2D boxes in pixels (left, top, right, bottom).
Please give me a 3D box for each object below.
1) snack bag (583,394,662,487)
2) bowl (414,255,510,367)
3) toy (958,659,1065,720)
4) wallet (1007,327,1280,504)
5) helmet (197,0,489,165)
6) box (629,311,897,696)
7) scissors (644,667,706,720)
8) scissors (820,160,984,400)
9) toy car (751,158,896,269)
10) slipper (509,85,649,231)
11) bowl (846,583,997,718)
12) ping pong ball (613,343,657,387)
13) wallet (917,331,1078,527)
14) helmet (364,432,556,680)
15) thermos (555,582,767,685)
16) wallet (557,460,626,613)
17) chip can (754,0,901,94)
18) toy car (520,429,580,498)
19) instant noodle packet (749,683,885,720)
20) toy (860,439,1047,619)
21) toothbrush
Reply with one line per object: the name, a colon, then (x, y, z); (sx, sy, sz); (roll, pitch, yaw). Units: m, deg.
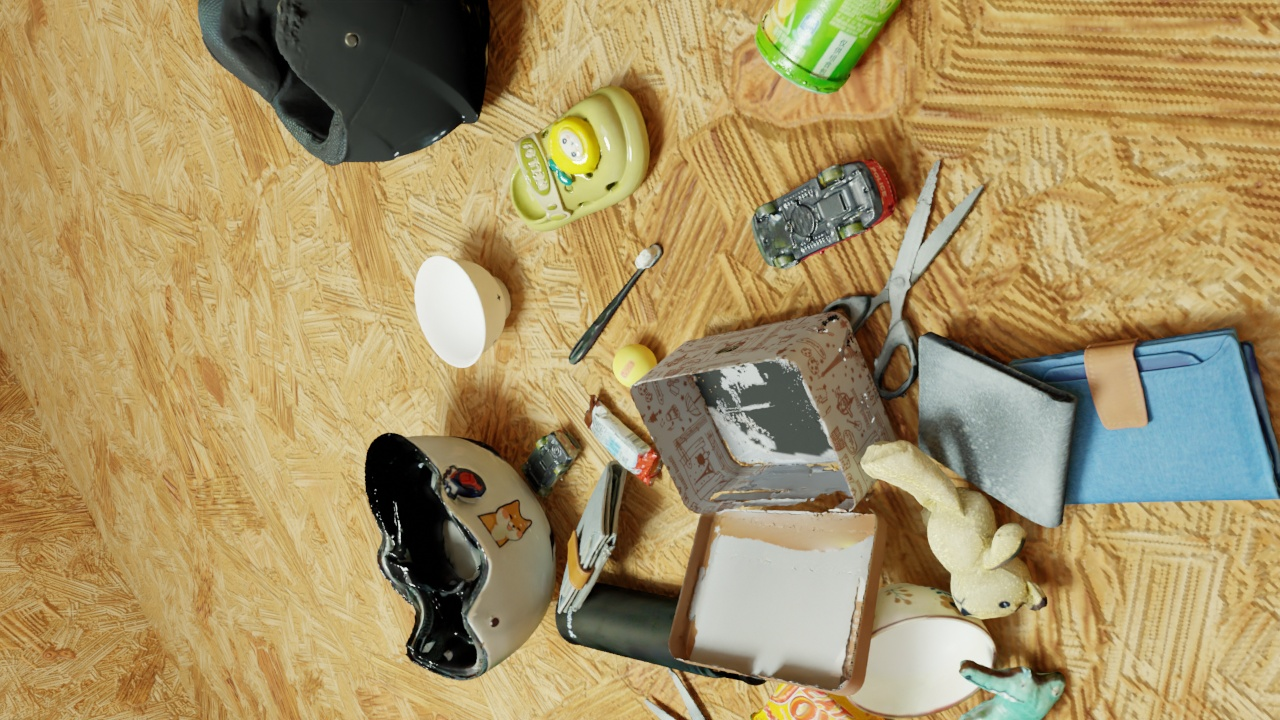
snack bag: (-0.020, 0.077, 0.889); (0.105, 0.026, 0.045); (41, 139, 27)
bowl: (-0.176, -0.057, 0.962); (0.118, 0.064, 0.118); (18, 117, 40)
toy: (0.263, 0.250, 0.663); (0.096, 0.030, 0.092); (24, 117, -7)
wallet: (0.299, 0.038, 0.553); (0.133, 0.040, 0.106); (-11, 102, 46)
helmet: (-0.247, -0.312, 0.816); (0.234, 0.229, 0.275); (25, 114, 44)
box: (0.097, 0.105, 0.706); (0.180, 0.130, 0.272); (-10, 84, 48)
scissors: (0.089, 0.422, 0.920); (0.221, 0.021, 0.225); (7, 111, 43)
scissors: (0.179, -0.052, 0.651); (0.166, 0.014, 0.163); (-8, 100, 46)
toy car: (0.130, -0.104, 0.657); (0.121, 0.045, 0.053); (-19, 89, 53)
slipper: (-0.070, -0.165, 0.806); (0.191, 0.081, 0.091); (-23, 92, 49)
bowl: (0.198, 0.208, 0.685); (0.062, 0.113, 0.114); (-98, 18, -57)
ping pong ball: (-0.005, 0.005, 0.835); (0.040, 0.040, 0.040); (19, 118, 39)
wallet: (0.230, 0.042, 0.604); (0.121, 0.019, 0.097); (36, 142, 51)
helmet: (-0.183, 0.198, 1.005); (0.231, 0.156, 0.274); (-47, 62, 46)
thermos: (0.022, 0.251, 0.896); (0.243, 0.068, 0.090); (-5, 79, 44)
wallet: (-0.052, 0.178, 0.912); (0.037, 0.106, 0.130); (20, 127, -6)
chip can: (0.151, -0.265, 0.553); (0.072, 0.072, 0.222); (51, 134, 17)
toy car: (-0.095, 0.110, 0.969); (0.042, 0.035, 0.091); (54, 135, 17)
instant noodle packet: (0.164, 0.324, 0.794); (0.128, 0.044, 0.111); (44, 128, 24)
toy: (0.211, 0.114, 0.630); (0.157, 0.066, 0.105); (49, 163, -8)
toothbrush: (-0.029, -0.048, 0.858); (0.015, 0.018, 0.182); (52, 136, 12)
